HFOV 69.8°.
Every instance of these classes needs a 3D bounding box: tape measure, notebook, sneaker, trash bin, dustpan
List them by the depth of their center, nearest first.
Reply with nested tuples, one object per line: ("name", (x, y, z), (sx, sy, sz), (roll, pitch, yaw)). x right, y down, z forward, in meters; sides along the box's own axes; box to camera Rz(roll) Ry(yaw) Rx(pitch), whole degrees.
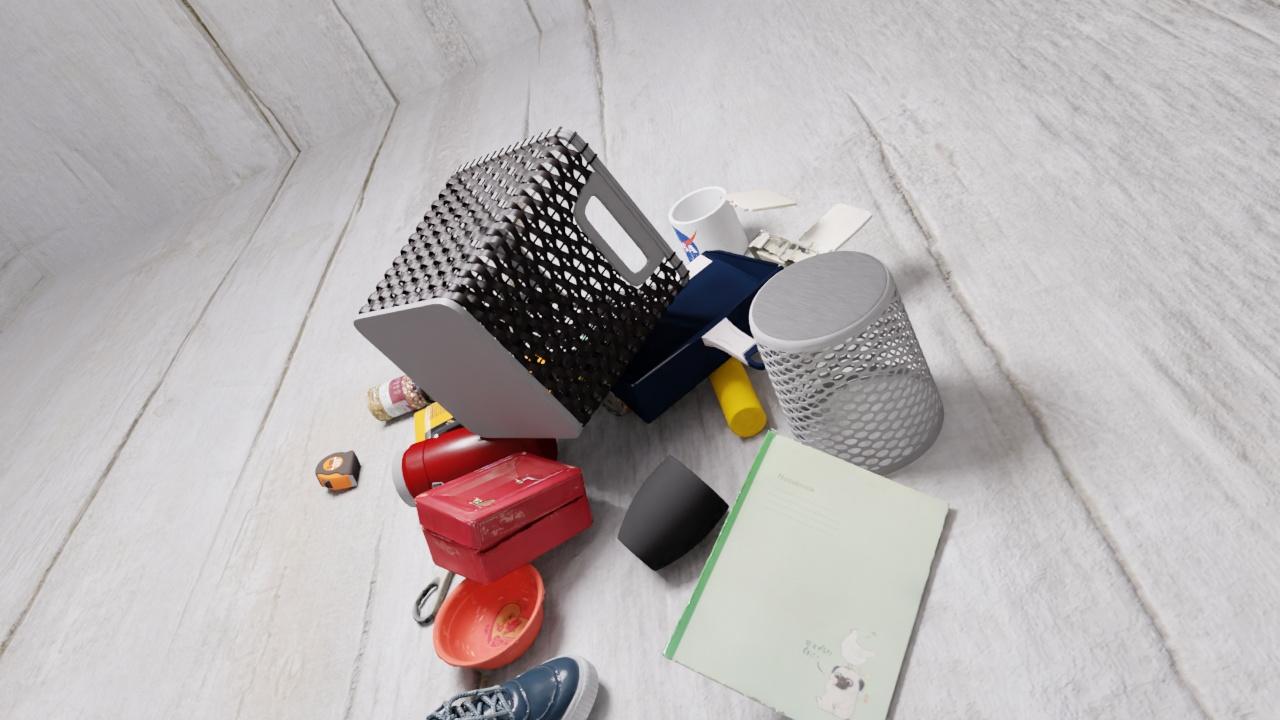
("notebook", (0.152, 0.188, 0.800), (0.182, 0.010, 0.251), (22, 54, 14))
("sneaker", (-0.147, 0.340, 0.832), (0.235, 0.087, 0.089), (-39, 35, -13))
("trash bin", (0.205, 0.002, 0.926), (0.157, 0.183, 0.156), (-20, 35, 14))
("dustpan", (0.067, -0.038, 1.082), (0.236, 0.080, 0.273), (-39, 47, -13))
("tape measure", (-0.437, 0.164, 1.330), (0.059, 0.038, 0.058), (-13, 35, 0))

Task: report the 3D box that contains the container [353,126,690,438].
("container", (-0.139, -0.073, 1.060), (0.246, 0.247, 0.243), (-5, 46, 47))

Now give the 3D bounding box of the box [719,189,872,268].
("box", (0.205, -0.160, 1.117), (0.105, 0.187, 0.143), (-52, 43, -6))

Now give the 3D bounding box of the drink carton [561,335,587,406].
("drink carton", (-0.074, 0.013, 1.251), (0.044, 0.038, 0.128), (-14, 37, 22))

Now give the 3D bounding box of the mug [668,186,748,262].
("mug", (0.096, -0.199, 1.356), (0.091, 0.090, 0.121), (-30, 34, 0))

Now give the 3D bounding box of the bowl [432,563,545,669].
("bowl", (-0.150, 0.274, 0.960), (0.131, 0.045, 0.130), (-20, 34, 14))

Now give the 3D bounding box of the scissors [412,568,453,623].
("scissors", (-0.214, 0.242, 1.080), (0.171, 0.012, 0.157), (8, 48, 43))

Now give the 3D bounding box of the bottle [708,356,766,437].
("bottle", (0.109, 0.031, 1.087), (0.043, 0.043, 0.143), (-26, 34, 6))

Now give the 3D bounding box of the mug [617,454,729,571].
("mug", (0.025, 0.161, 0.960), (0.100, 0.085, 0.119), (-49, 6, -6))

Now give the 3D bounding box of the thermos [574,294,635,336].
("thermos", (0.013, -0.062, 1.260), (0.231, 0.068, 0.067), (2, 45, 37))

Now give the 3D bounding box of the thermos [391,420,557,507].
("thermos", (-0.213, 0.115, 1.176), (0.199, 0.084, 0.108), (-18, 52, 13))

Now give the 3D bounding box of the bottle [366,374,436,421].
("bottle", (-0.358, 0.051, 1.398), (0.105, 0.056, 0.056), (-20, 35, 15))

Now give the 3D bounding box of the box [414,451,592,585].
("box", (-0.148, 0.169, 1.011), (0.157, 0.087, 0.129), (-21, 15, -37))

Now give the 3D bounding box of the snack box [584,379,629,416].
("snack box", (-0.007, 0.007, 1.181), (0.121, 0.072, 0.072), (-45, 36, -20))

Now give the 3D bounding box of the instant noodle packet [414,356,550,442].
("instant noodle packet", (-0.220, 0.072, 1.288), (0.221, 0.032, 0.159), (-27, 36, 4))
